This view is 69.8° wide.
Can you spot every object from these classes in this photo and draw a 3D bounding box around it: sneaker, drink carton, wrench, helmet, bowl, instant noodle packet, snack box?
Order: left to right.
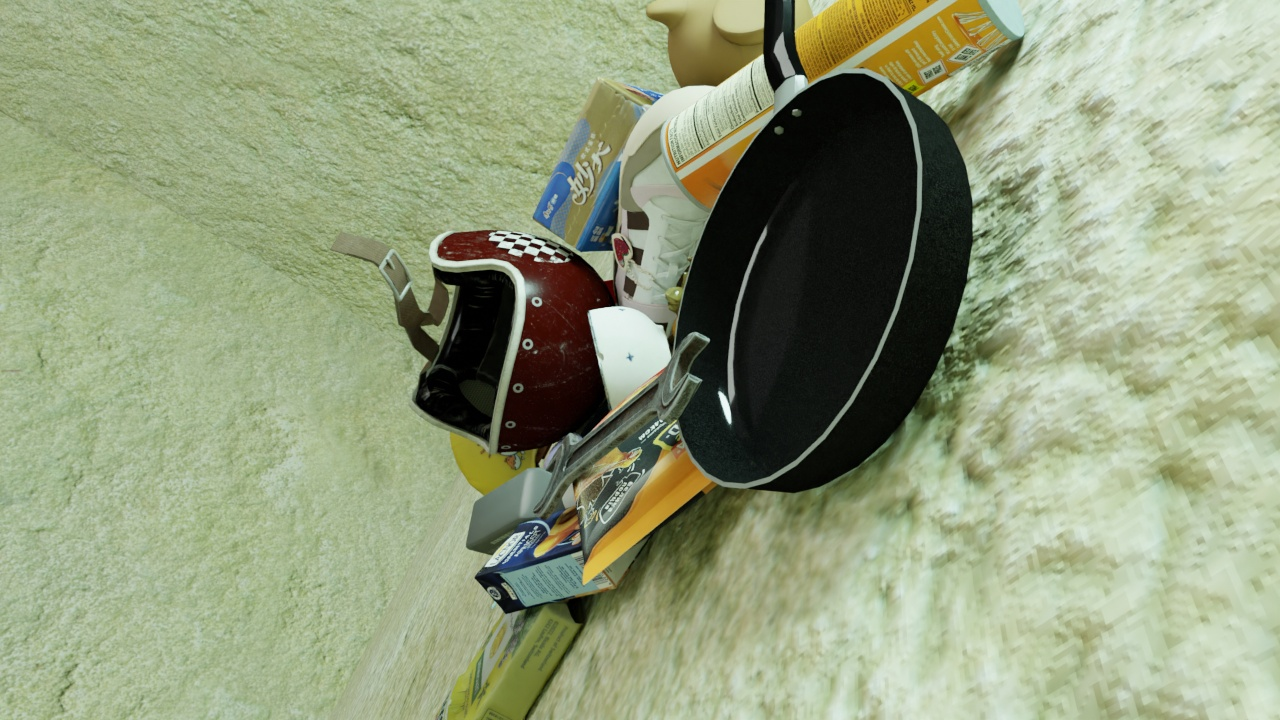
[{"bbox_3d":[-0.146,-0.029,0.929,0.233,0.253,0.234,-72,-1,-58],"label":"helmet"},{"bbox_3d":[-0.108,0.242,0.717,0.181,0.045,0.121,-59,10,4],"label":"snack box"},{"bbox_3d":[-0.141,0.060,1.124,0.240,0.139,0.209,-56,1,-7],"label":"helmet"},{"bbox_3d":[-0.055,0.137,0.649,0.130,0.040,0.064,-26,14,43],"label":"drink carton"},{"bbox_3d":[-0.021,0.047,0.569,0.274,0.010,0.069,-43,24,60],"label":"wrench"},{"bbox_3d":[-0.005,0.005,0.804,0.113,0.063,0.113,161,95,-89],"label":"bowl"},{"bbox_3d":[0.000,-0.195,0.949,0.202,0.069,0.155,-15,-42,-59],"label":"snack box"},{"bbox_3d":[0.018,0.048,0.601,0.160,0.032,0.220,-40,14,2],"label":"instant noodle packet"},{"bbox_3d":[0.027,-0.108,0.839,0.295,0.111,0.116,111,164,-53],"label":"sneaker"}]

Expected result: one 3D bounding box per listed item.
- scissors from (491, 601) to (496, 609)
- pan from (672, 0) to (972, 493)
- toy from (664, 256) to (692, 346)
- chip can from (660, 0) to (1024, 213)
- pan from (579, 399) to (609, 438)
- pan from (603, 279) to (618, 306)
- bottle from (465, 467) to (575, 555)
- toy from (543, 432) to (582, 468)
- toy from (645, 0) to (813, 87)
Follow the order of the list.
[{"bbox_3d":[-0.112,0.180,0.911,0.135,0.015,0.135,-45,14,36],"label":"scissors"},{"bbox_3d":[0.084,-0.103,0.477,0.205,0.044,0.354,-39,41,56],"label":"pan"},{"bbox_3d":[0.045,-0.041,0.790,0.076,0.062,0.100,52,127,58],"label":"toy"},{"bbox_3d":[0.114,-0.171,0.564,0.216,0.075,0.075,-26,29,39],"label":"chip can"},{"bbox_3d":[-0.095,0.158,0.995,0.358,0.021,0.198,-48,14,46],"label":"pan"},{"bbox_3d":[-0.024,-0.079,1.086,0.208,0.067,0.357,-12,-1,-44],"label":"pan"},{"bbox_3d":[-0.073,0.126,0.755,0.174,0.083,0.046,-36,40,52],"label":"bottle"},{"bbox_3d":[-0.075,0.106,0.870,0.080,0.036,0.100,-58,10,-6],"label":"toy"},{"bbox_3d":[0.112,-0.278,0.871,0.203,0.163,0.198,55,-148,-57],"label":"toy"}]
